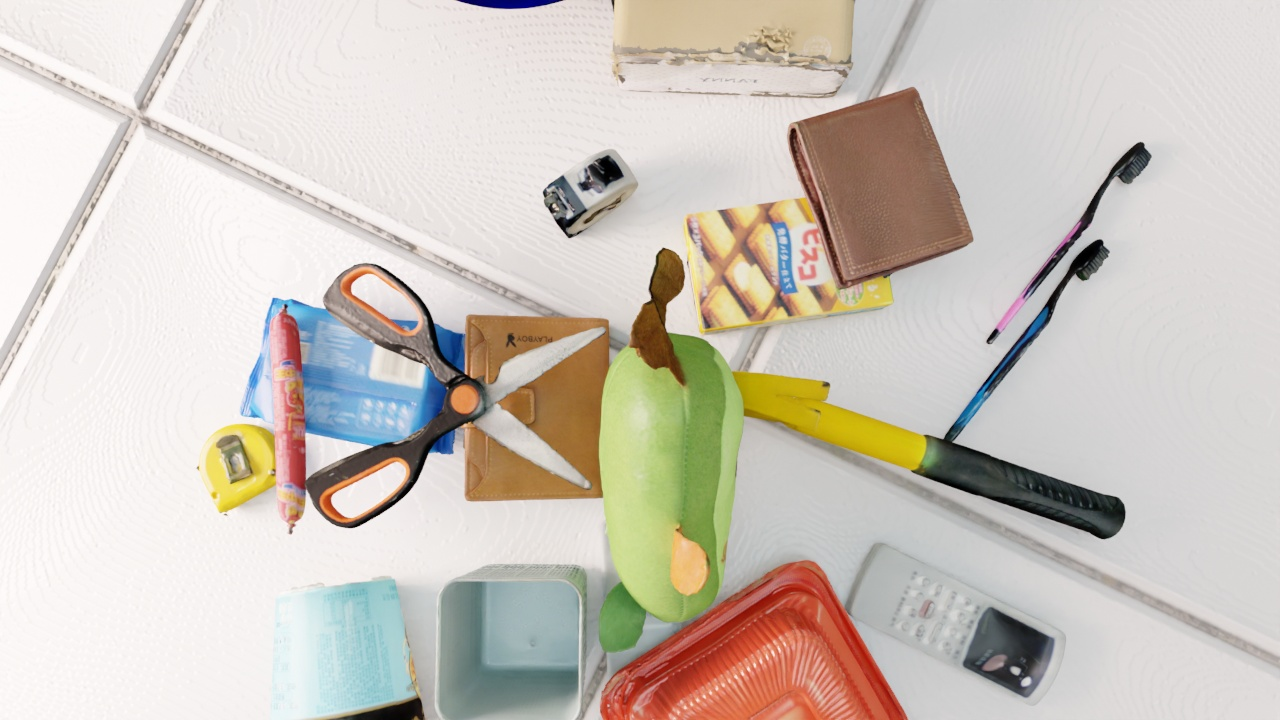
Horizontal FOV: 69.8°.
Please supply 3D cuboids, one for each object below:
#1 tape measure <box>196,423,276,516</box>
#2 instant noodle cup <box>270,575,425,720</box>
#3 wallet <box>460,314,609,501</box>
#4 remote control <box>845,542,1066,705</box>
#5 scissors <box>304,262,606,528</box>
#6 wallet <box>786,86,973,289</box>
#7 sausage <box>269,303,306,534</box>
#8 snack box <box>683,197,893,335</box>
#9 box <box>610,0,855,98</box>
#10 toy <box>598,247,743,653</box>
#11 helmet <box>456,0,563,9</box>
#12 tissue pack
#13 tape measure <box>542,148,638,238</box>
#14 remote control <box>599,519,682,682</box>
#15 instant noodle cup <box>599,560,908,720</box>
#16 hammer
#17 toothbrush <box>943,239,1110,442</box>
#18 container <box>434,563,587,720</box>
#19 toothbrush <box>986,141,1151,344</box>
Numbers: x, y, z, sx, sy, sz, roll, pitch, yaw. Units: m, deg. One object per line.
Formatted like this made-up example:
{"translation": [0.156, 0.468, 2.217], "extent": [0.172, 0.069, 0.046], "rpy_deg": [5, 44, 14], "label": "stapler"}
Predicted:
{"translation": [-0.290, 0.074, 0.665], "extent": [0.060, 0.029, 0.057], "rpy_deg": [-29, 85, -2], "label": "tape measure"}
{"translation": [-0.200, 0.210, 0.620], "extent": [0.111, 0.111, 0.120], "rpy_deg": [-8, 78, 0], "label": "instant noodle cup"}
{"translation": [-0.073, 0.033, 0.652], "extent": [0.107, 0.031, 0.131], "rpy_deg": [2, 85, -17], "label": "wallet"}
{"translation": [0.223, 0.186, 0.649], "extent": [0.150, 0.021, 0.058], "rpy_deg": [25, 86, 4], "label": "remote control"}
{"translation": [-0.133, 0.024, 0.606], "extent": [0.234, 0.021, 0.221], "rpy_deg": [-38, 80, 4], "label": "scissors"}
{"translation": [0.167, -0.122, 0.641], "extent": [0.101, 0.032, 0.124], "rpy_deg": [-18, 86, -8], "label": "wallet"}
{"translation": [-0.237, 0.039, 0.618], "extent": [0.020, 0.020, 0.156], "rpy_deg": [-4, 85, 1], "label": "sausage"}
{"translation": [0.106, -0.071, 0.667], "extent": [0.140, 0.034, 0.087], "rpy_deg": [-8, 85, -2], "label": "snack box"}
{"translation": [0.057, -0.227, 0.652], "extent": [0.184, 0.090, 0.061], "rpy_deg": [5, 92, 0], "label": "box"}
{"translation": [0.018, 0.061, 0.571], "extent": [0.090, 0.226, 0.247], "rpy_deg": [0, 115, 0], "label": "toy"}
{"translation": [-0.088, -0.390, 0.588], "extent": [0.248, 0.240, 0.315], "rpy_deg": [-4, 94, 23], "label": "helmet"}
{"translation": [-0.201, 0.012, 0.657], "extent": [0.157, 0.052, 0.095], "rpy_deg": [10, 84, 2], "label": "tissue pack"}
{"translation": [-0.035, -0.120, 0.657], "extent": [0.066, 0.066, 0.033], "rpy_deg": [-35, 90, 0], "label": "tape measure"}
{"translation": [0.002, 0.178, 0.655], "extent": [0.056, 0.020, 0.136], "rpy_deg": [-4, 85, -1], "label": "remote control"}
{"translation": [0.082, 0.247, 0.612], "extent": [0.188, 0.079, 0.164], "rpy_deg": [-32, 93, -6], "label": "instant noodle cup"}
{"translation": [0.192, 0.064, 0.628], "extent": [0.300, 0.129, 0.033], "rpy_deg": [19, 83, -8], "label": "hammer"}
{"translation": [0.281, -0.012, 0.668], "extent": [0.016, 0.014, 0.189], "rpy_deg": [39, 88, -20], "label": "toothbrush"}
{"translation": [-0.079, 0.181, 0.611], "extent": [0.090, 0.111, 0.090], "rpy_deg": [0, 86, 1], "label": "container"}
{"translation": [0.314, -0.084, 0.673], "extent": [0.018, 0.014, 0.189], "rpy_deg": [39, 88, -8], "label": "toothbrush"}
